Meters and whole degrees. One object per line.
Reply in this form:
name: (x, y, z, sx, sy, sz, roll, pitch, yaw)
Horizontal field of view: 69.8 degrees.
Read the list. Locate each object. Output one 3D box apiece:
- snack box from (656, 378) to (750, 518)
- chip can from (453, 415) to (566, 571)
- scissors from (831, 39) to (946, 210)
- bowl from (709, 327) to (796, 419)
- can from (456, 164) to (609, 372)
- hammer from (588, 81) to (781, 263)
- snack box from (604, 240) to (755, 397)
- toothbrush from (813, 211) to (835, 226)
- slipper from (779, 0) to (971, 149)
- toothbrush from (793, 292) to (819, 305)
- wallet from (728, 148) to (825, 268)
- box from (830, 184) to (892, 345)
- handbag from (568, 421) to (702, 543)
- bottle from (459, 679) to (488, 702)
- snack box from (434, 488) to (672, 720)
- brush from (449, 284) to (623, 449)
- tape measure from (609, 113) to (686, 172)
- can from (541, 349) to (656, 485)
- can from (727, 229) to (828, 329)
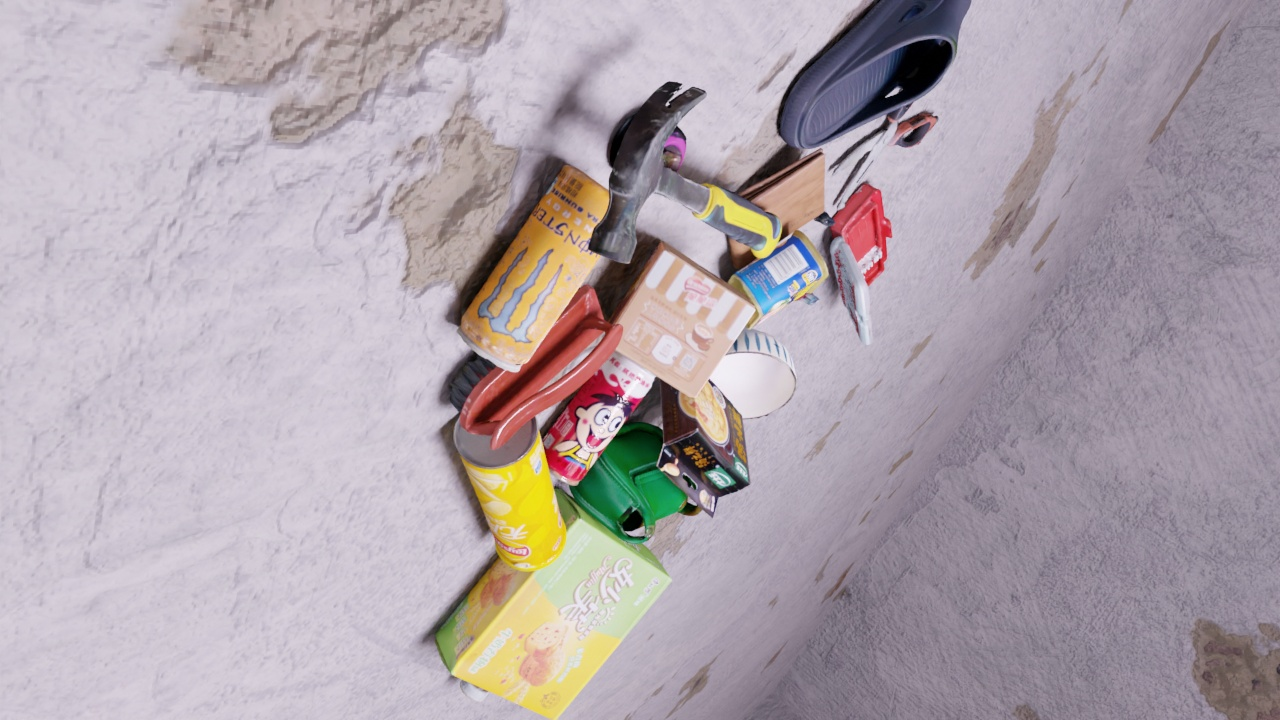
snack box: (0.065, 0.082, 0.969, 0.053, 0.125, 0.113, -26, 131, 22)
chip can: (-0.112, 0.115, 0.822, 0.072, 0.072, 0.214, -40, 152, -23)
scissors: (0.287, -0.265, 1.030, 0.224, 0.015, 0.189, -31, 149, -37)
bowl: (0.114, 0.006, 1.028, 0.117, 0.116, 0.066, 97, -4, -49)
can: (-0.070, -0.066, 0.659, 0.146, 0.058, 0.058, -55, 155, 8)
hammer: (0.057, -0.126, 0.726, 0.322, 0.032, 0.126, 1, 110, -66)
snack box: (0.032, -0.038, 0.796, 0.094, 0.093, 0.077, -56, -173, 11)
toothbrush: (0.165, -0.157, 0.975, 0.188, 0.018, 0.014, -4, 130, -56)
slipper: (0.245, -0.279, 0.868, 0.267, 0.083, 0.111, -41, 155, -16)
toothbrush: (0.168, -0.066, 1.101, 0.187, 0.017, 0.016, -15, 136, -53)
wallet: (0.134, -0.148, 0.904, 0.115, 0.020, 0.101, -33, 154, -3)
box: (0.273, -0.115, 1.149, 0.201, 0.074, 0.154, 49, 52, -65)
handbag: (0.000, 0.129, 0.969, 0.131, 0.120, 0.068, -11, 140, -56)
bottle: (-0.132, 0.304, 1.057, 0.206, 0.060, 0.060, -51, 155, 0)
snack box: (-0.091, 0.263, 0.981, 0.210, 0.070, 0.157, -50, 124, 0)
brush: (-0.083, 0.006, 0.722, 0.145, 0.069, 0.063, -43, 153, -16)
tape measure: (0.008, -0.155, 0.687, 0.057, 0.039, 0.057, -4, 128, -57)
can: (-0.042, 0.051, 0.868, 0.133, 0.053, 0.053, -53, 155, 6)
can: (0.136, -0.080, 0.945, 0.083, 0.057, 0.102, -33, 174, -7)
